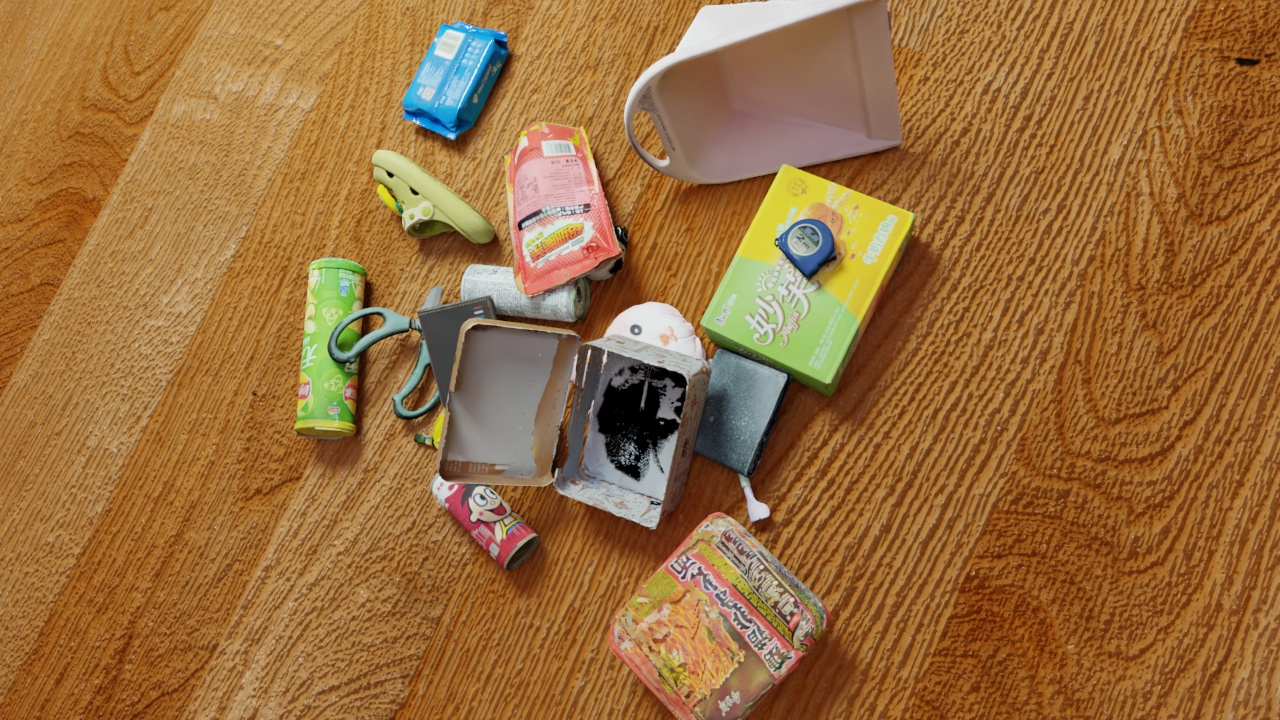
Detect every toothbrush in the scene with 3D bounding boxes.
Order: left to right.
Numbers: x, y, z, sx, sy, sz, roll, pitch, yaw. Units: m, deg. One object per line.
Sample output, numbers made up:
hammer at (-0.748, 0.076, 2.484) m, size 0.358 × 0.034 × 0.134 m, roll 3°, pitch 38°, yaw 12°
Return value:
toothbrush at (-0.185, 0.106, 1.081) m, size 0.186 × 0.017 × 0.012 m, roll 10°, pitch 41°, yaw 17°
toothbrush at (0.103, 0.085, 1.010) m, size 0.029 × 0.021 × 0.189 m, roll -32°, pitch 66°, yaw 40°

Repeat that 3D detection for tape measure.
tape measure at (-0.052, -0.130, 1.094) m, size 0.066 × 0.033 × 0.066 m, roll 8°, pitch 79°, yaw 18°
tape measure at (0.176, -0.120, 0.961) m, size 0.054 × 0.025 × 0.058 m, roll -40°, pitch 75°, yaw 1°

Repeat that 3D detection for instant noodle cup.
instant noodle cup at (0.080, 0.273, 0.940) m, size 0.189 × 0.079 × 0.164 m, roll -46°, pitch 70°, yaw -1°

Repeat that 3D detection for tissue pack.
tissue pack at (-0.239, -0.363, 1.188) m, size 0.095 × 0.052 × 0.157 m, roll 23°, pitch 83°, yaw 20°

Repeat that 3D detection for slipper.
slipper at (-0.268, -0.189, 1.137) m, size 0.190 × 0.091 × 0.081 m, roll 36°, pitch 90°, yaw 16°

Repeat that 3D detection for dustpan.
dustpan at (0.131, -0.267, 0.989) m, size 0.274 × 0.222 × 0.138 m, roll 15°, pitch 68°, yaw 30°

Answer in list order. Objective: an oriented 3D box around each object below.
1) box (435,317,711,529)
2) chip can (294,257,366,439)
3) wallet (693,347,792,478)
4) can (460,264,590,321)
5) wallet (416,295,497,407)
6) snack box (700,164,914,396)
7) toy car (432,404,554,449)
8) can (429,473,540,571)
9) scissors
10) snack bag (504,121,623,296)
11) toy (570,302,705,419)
box at (-0.069, 0.059, 0.974) m, size 0.274 × 0.124 × 0.179 m, roll 11°, pitch 104°, yaw -4°
chip can at (-0.381, -0.017, 1.133) m, size 0.073 × 0.072 × 0.221 m, roll -4°, pitch 76°, yaw 14°
wallet at (0.101, 0.054, 0.994) m, size 0.097 × 0.019 × 0.121 m, roll 23°, pitch 92°, yaw 35°
can at (-0.137, -0.080, 1.091) m, size 0.147 × 0.058 × 0.058 m, roll 6°, pitch 79°, yaw 16°
wallet at (-0.206, -0.010, 1.088) m, size 0.096 × 0.020 × 0.122 m, roll -10°, pitch 103°, yaw 13°
snack box at (0.183, -0.089, 1.003) m, size 0.158 × 0.070 × 0.210 m, roll 26°, pitch 84°, yaw 18°
toy car at (-0.172, 0.074, 1.063) m, size 0.156 × 0.041 × 0.071 m, roll -7°, pitch 58°, yaw 14°
can at (-0.178, 0.175, 1.044) m, size 0.133 × 0.053 × 0.053 m, roll 41°, pitch 89°, yaw 19°
scissors at (-0.298, -0.022, 1.108) m, size 0.179 × 0.019 × 0.172 m, roll 18°, pitch 80°, yaw -12°
snack bag at (-0.099, -0.181, 1.078) m, size 0.129 × 0.073 × 0.207 m, roll -18°, pitch 63°, yaw 9°
toy at (-0.006, 0.006, 1.042) m, size 0.160 × 0.054 × 0.121 m, roll -31°, pitch 74°, yaw 13°
